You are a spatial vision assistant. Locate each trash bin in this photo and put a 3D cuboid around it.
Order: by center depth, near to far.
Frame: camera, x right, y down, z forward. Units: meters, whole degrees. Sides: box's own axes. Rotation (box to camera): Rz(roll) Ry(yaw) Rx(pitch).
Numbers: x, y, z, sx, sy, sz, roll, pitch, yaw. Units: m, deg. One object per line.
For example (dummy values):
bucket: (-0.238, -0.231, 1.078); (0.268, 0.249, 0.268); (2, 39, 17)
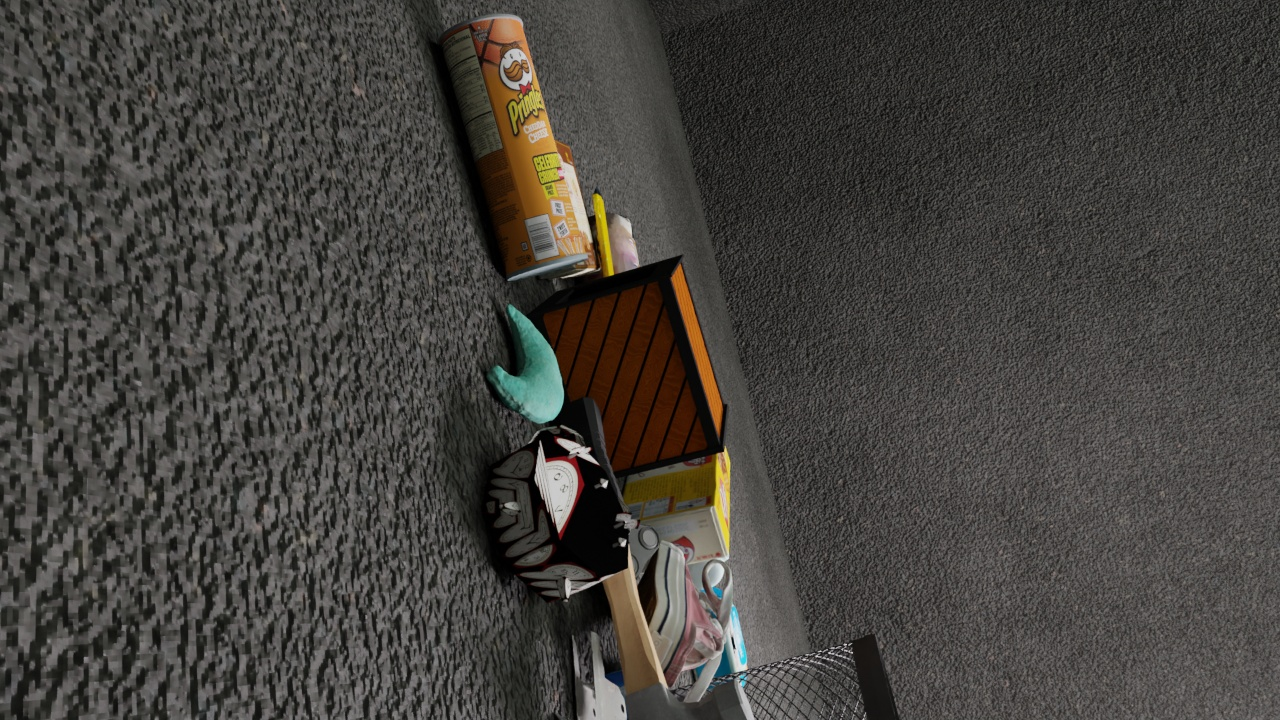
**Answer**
trash bin: (0.143, 0.397, 0.886); (0.217, 0.227, 0.217); (-15, 89, -79)
trash bin: (-0.005, 0.005, 0.908); (0.139, 0.140, 0.172); (-63, 136, -74)

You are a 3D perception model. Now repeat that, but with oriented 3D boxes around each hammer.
hammer: (-0.021, 0.161, 0.733); (0.039, 0.131, 0.327); (62, 7, -48)

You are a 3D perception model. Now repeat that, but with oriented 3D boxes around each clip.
clip: (-0.025, 0.267, 0.715); (0.058, 0.050, 0.101); (43, 32, -47)

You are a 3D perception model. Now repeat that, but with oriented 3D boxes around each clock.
clock: (-0.047, 0.103, 0.676); (0.114, 0.065, 0.154); (57, 20, -7)

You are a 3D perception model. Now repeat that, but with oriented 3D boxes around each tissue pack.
tissue pack: (0.096, 0.355, 1.156); (0.093, 0.062, 0.144); (17, 58, -77)

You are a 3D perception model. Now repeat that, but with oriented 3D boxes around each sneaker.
sneaker: (0.037, 0.232, 0.824); (0.241, 0.088, 0.118); (-79, -165, -86)

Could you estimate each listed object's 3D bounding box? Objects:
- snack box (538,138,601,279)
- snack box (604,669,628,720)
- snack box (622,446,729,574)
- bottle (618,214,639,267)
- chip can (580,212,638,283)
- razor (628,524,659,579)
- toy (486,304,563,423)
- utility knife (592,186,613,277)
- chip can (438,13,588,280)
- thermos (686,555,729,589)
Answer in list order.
snack box: (-0.091, -0.161, 0.969); (0.143, 0.041, 0.147); (-36, 111, -79)
snack box: (0.008, 0.345, 0.789); (0.087, 0.034, 0.151); (49, 27, -65)
snack box: (0.044, 0.149, 1.042); (0.229, 0.110, 0.062); (-73, 147, -71)
bottle: (-0.027, -0.094, 1.158); (0.059, 0.059, 0.181); (53, 24, -62)
chip can: (-0.028, -0.058, 1.061); (0.080, 0.080, 0.229); (52, 25, -64)
razor: (-0.016, 0.181, 0.858); (0.156, 0.060, 0.057); (105, -38, -72)
toy: (-0.093, 0.010, 0.754); (0.085, 0.033, 0.105); (54, 21, -33)
utility knife: (-0.037, -0.109, 1.018); (0.030, 0.017, 0.179); (41, 36, -68)
chip can: (-0.111, -0.184, 0.806); (0.075, 0.075, 0.215); (-30, 105, -79)
thermos: (0.075, 0.219, 1.206); (0.065, 0.078, 0.206); (58, 13, -19)
